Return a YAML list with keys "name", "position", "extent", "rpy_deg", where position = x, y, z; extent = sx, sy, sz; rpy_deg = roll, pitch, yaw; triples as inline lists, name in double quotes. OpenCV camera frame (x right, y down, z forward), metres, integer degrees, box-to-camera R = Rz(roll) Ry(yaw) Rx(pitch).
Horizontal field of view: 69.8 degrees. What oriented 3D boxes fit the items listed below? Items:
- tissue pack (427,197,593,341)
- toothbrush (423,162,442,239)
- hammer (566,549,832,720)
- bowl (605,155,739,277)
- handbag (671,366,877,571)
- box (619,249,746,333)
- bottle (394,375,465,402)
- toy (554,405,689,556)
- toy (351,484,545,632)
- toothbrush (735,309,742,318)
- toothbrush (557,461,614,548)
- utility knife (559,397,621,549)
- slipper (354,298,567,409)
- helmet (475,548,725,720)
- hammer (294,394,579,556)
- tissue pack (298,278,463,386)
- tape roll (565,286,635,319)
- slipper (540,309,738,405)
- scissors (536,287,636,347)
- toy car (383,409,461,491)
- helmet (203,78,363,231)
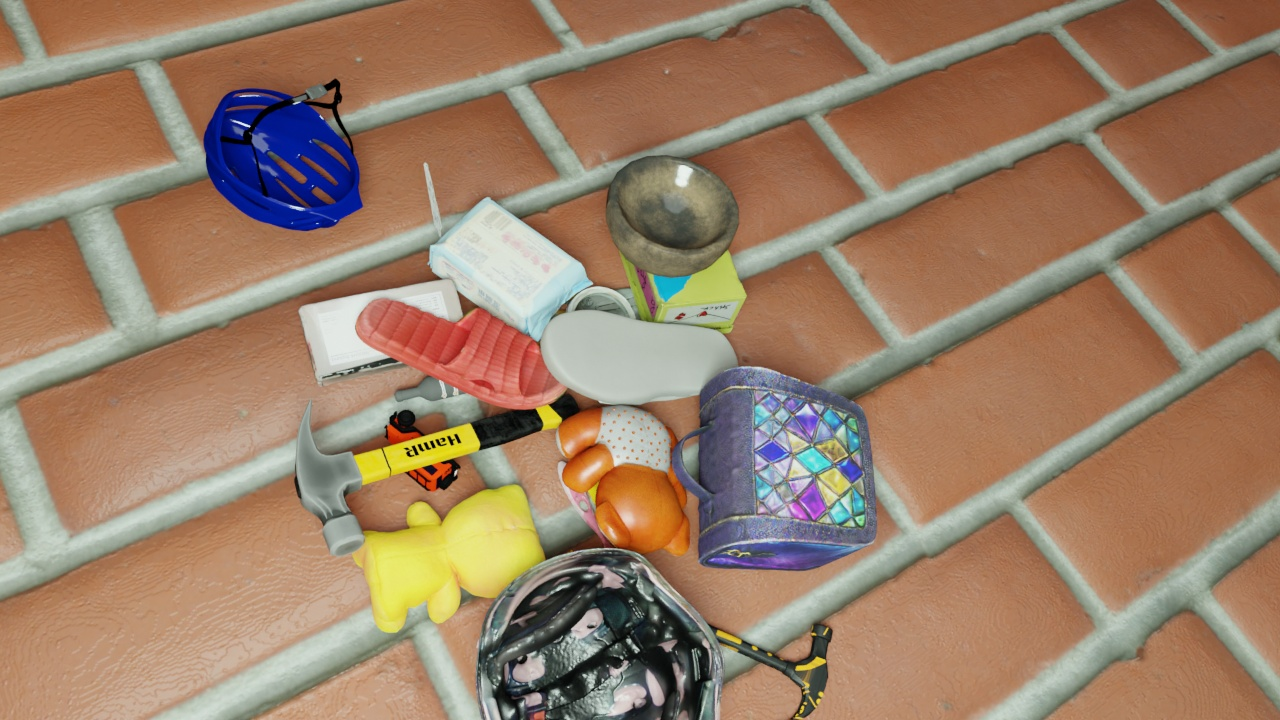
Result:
- name: "tissue pack"
  position: [-0.161, -0.110, 1.127]
  extent: [0.182, 0.070, 0.111]
  rpy_deg: [37, 60, 8]
- name: "toothbrush"
  position: [-0.247, -0.173, 1.096]
  extent: [0.010, 0.182, 0.010]
  rpy_deg: [19, 62, 6]
- name: "hammer"
  position: [0.055, 0.290, 0.999]
  extent: [0.320, 0.036, 0.123]
  rpy_deg: [24, 61, -1]
- name: "bowl"
  position: [0.034, -0.168, 1.119]
  extent: [0.162, 0.070, 0.162]
  rpy_deg: [7, 56, -10]
- name: "handbag"
  position: [0.141, 0.129, 1.034]
  extent: [0.222, 0.126, 0.204]
  rpy_deg: [13, 60, -18]
- name: "box"
  position: [0.042, -0.141, 1.197]
  extent: [0.124, 0.082, 0.220]
  rpy_deg: [-9, 58, -20]
- name: "bottle"
  position: [-0.231, 0.030, 1.077]
  extent: [0.112, 0.030, 0.030]
  rpy_deg: [-13, 66, -19]
- name: "toy"
  position: [-0.010, 0.137, 1.022]
  extent: [0.163, 0.093, 0.172]
  rpy_deg: [15, 48, -34]
- name: "toy"
  position: [-0.200, 0.197, 0.962]
  extent: [0.193, 0.088, 0.134]
  rpy_deg: [-11, 61, -17]
- name: "toothbrush"
  position: [0.063, -0.026, 1.181]
  extent: [0.184, 0.016, 0.015]
  rpy_deg: [-30, 71, -25]
- name: "toothbrush"
  position: [-0.061, 0.173, 1.047]
  extent: [0.021, 0.016, 0.135]
  rpy_deg: [-22, 66, -23]
- name: "utility knife"
  position: [-0.059, 0.125, 1.070]
  extent: [0.030, 0.019, 0.218]
  rpy_deg: [-18, 72, -26]
- name: "slipper"
  position: [-0.194, -0.019, 1.033]
  extent: [0.248, 0.059, 0.103]
  rpy_deg: [20, 40, -11]
- name: "helmet"
  position: [-0.047, 0.322, 0.888]
  extent: [0.229, 0.153, 0.255]
  rpy_deg: [-30, 74, -27]
- name: "hammer"
  position: [-0.210, 0.087, 0.993]
  extent: [0.323, 0.034, 0.169]
  rpy_deg: [-15, 59, -31]
- name: "tissue pack"
  position: [-0.302, -0.038, 1.086]
  extent: [0.181, 0.071, 0.104]
  rpy_deg: [-15, 81, -18]
- name: "tape roll"
  position: [-0.050, -0.047, 1.154]
  extent: [0.093, 0.013, 0.093]
  rpy_deg: [7, 72, -21]
- name: "slipper"
  position: [-0.007, 0.006, 1.101]
  extent: [0.265, 0.081, 0.112]
  rpy_deg: [0, 68, -32]
- name: "scissors"
  position: [-0.087, -0.081, 1.177]
  extent: [0.227, 0.016, 0.134]
  rpy_deg: [-18, 66, -22]
- name: "toy car"
  position: [-0.247, 0.103, 1.022]
  extent: [0.100, 0.051, 0.048]
  rpy_deg: [37, 58, 9]
- name: "helmet"
  position: [-0.423, -0.265, 1.082]
  extent: [0.241, 0.228, 0.147]
  rpy_deg: [42, 52, 10]
